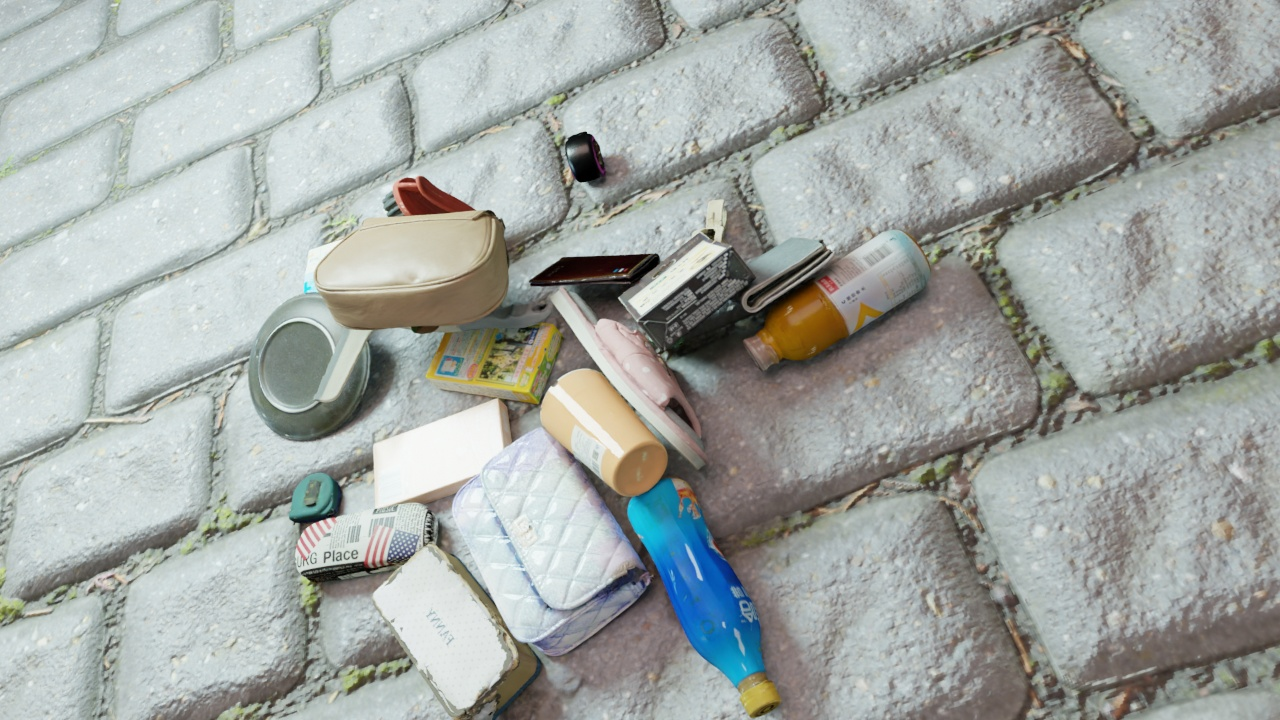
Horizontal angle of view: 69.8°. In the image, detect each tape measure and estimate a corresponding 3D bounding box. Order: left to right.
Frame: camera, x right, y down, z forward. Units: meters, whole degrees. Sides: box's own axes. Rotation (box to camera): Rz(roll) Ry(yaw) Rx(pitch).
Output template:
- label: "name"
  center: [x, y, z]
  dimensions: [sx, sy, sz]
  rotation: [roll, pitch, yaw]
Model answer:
- label: "tape measure"
  center: [-0.363, 0.153, 1.024]
  dimensions: [0.058, 0.025, 0.054]
  rotation: [-11, 59, 15]
- label: "tape measure"
  center: [-0.065, -0.247, 1.116]
  dimensions: [0.039, 0.057, 0.057]
  rotation: [-15, 49, 12]

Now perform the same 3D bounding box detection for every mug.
- label: "mug"
  center: [-0.032, 0.069, 0.853]
  dimensions: [0.078, 0.078, 0.123]
  rotation: [-43, 43, -6]

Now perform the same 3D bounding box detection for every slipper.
- label: "slipper"
  center: [-0.006, 0.005, 0.917]
  dimensions: [0.054, 0.114, 0.274]
  rotation: [-41, 49, 0]

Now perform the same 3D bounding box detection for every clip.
- label: "clip"
  center: [0.077, -0.140, 0.992]
  dimensions: [0.035, 0.092, 0.103]
  rotation: [-4, 71, 20]

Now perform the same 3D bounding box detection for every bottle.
- label: "bottle"
  center: [0.057, 0.204, 0.801]
  dimensions: [0.065, 0.065, 0.218]
  rotation: [-30, 55, 3]
- label: "bottle"
  center: [0.189, -0.054, 0.896]
  dimensions: [0.189, 0.068, 0.068]
  rotation: [-33, 55, 2]

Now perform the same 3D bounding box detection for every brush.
- label: "brush"
  center: [-0.234, -0.168, 1.084]
  dimensions: [0.069, 0.145, 0.063]
  rotation: [-19, 56, 27]

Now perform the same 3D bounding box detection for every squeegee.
- label: "squeegee"
  center: [-0.210, -0.047, 1.032]
  dimensions: [0.247, 0.039, 0.245]
  rotation: [-1, 53, 15]

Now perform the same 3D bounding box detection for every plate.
- label: "plate"
  center: [-0.401, 0.006, 1.087]
  dimensions: [0.180, 0.024, 0.179]
  rotation: [-2, 83, 21]

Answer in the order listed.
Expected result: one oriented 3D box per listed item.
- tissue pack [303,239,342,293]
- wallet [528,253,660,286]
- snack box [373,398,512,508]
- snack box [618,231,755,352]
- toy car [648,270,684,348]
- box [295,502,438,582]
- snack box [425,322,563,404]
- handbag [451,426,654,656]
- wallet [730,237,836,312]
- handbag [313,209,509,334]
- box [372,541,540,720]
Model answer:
- label: "tissue pack"
  center: [-0.354, -0.102, 1.143]
  dimensions: [0.140, 0.063, 0.089]
  rotation: [-15, 58, 14]
- label: "wallet"
  center: [-0.050, -0.099, 1.017]
  dimensions: [0.122, 0.020, 0.096]
  rotation: [0, 18, 23]
- label: "snack box"
  center: [-0.214, 0.105, 0.990]
  dimensions: [0.157, 0.026, 0.084]
  rotation: [-20, 56, 10]
- label: "snack box"
  center: [0.042, -0.070, 0.905]
  dimensions: [0.113, 0.053, 0.125]
  rotation: [-38, 12, 2]
- label: "toy car"
  center: [0.031, -0.055, 0.978]
  dimensions: [0.043, 0.036, 0.091]
  rotation: [-4, 64, 21]
- label: "box"
  center: [-0.287, 0.194, 0.965]
  dimensions: [0.164, 0.057, 0.071]
  rotation: [-12, 75, 16]
- label: "snack box"
  center: [-0.164, -0.004, 1.031]
  dimensions: [0.141, 0.034, 0.086]
  rotation: [6, 64, 26]
- label: "handbag"
  center: [-0.090, 0.171, 0.874]
  dimensions: [0.134, 0.075, 0.194]
  rotation: [-37, 56, -2]
- label: "wallet"
  center: [0.137, -0.086, 0.918]
  dimensions: [0.106, 0.037, 0.129]
  rotation: [-31, 12, 1]
- label: "handbag"
  center: [-0.238, -0.095, 0.992]
  dimensions: [0.205, 0.100, 0.147]
  rotation: [-1, 45, 14]
- label: "box"
  center: [-0.181, 0.254, 0.874]
  dimensions: [0.089, 0.060, 0.184]
  rotation: [-43, 53, -6]
